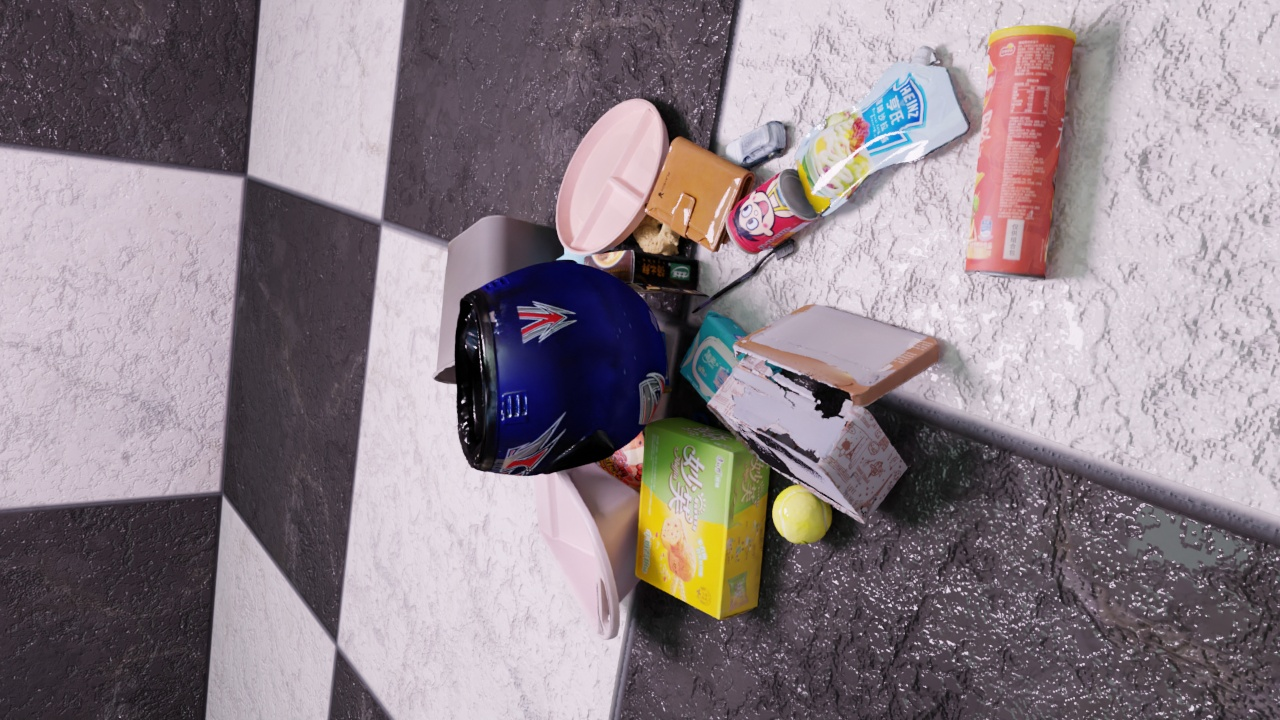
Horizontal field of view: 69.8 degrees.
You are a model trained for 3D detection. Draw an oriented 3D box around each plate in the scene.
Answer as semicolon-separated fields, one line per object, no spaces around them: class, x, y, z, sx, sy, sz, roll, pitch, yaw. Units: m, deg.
plate;-0.039;-0.250;1.268;0.230;0.028;0.229;-26;54;43

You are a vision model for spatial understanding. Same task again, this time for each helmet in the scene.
helmet;-0.096;0.019;1.127;0.316;0.240;0.247;122;140;-60

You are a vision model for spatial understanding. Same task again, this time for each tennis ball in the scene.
tennis ball;0.178;0.170;1.012;0.066;0.065;0.065;0;90;51

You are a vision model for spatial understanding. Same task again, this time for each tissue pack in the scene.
tissue pack;0.105;0.011;1.115;0.133;0.050;0.093;50;127;39

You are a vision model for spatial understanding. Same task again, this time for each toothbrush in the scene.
toothbrush;0.123;-0.097;1.123;0.190;0.014;0.016;-35;76;45

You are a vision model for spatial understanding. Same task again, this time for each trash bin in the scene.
trash bin;-0.196;-0.081;1.390;0.200;0.198;0.219;-22;65;47

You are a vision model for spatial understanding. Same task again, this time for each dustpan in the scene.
dustpan;-0.097;0.239;1.232;0.274;0.138;0.223;21;130;32

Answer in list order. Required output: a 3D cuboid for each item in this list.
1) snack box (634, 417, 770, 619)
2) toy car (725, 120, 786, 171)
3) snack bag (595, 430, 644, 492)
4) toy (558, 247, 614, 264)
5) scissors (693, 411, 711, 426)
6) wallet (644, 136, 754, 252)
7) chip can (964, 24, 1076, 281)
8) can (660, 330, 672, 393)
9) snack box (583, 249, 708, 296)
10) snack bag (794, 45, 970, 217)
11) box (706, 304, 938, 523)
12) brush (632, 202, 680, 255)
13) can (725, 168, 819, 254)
snack box;0.073;0.189;1.127;0.158;0.069;0.210;15;105;48
toy car;0.135;-0.254;1.094;0.091;0.034;0.043;-17;80;51
snack bag;-0.061;0.144;1.321;0.208;0.073;0.128;-24;71;41
toy;-0.067;-0.105;1.313;0.156;0.049;0.161;29;90;25
scissors;0.071;0.144;1.188;0.165;0.012;0.157;53;128;33
wallet;0.071;-0.205;1.131;0.132;0.031;0.108;38;113;38
chip can;0.336;-0.180;0.815;0.073;0.073;0.216;10;98;50
can;-0.007;0.007;1.249;0.102;0.057;0.083;-16;75;49
snack box;0.007;-0.109;1.186;0.126;0.113;0.053;0;88;50
snack bag;0.245;-0.236;0.956;0.192;0.038;0.110;-32;54;45
box;0.198;0.028;0.959;0.187;0.155;0.183;-50;42;-10
brush;-0.018;-0.201;1.282;0.255;0.045;0.083;27;110;52
can;0.150;-0.168;1.047;0.094;0.066;0.066;-32;66;46
